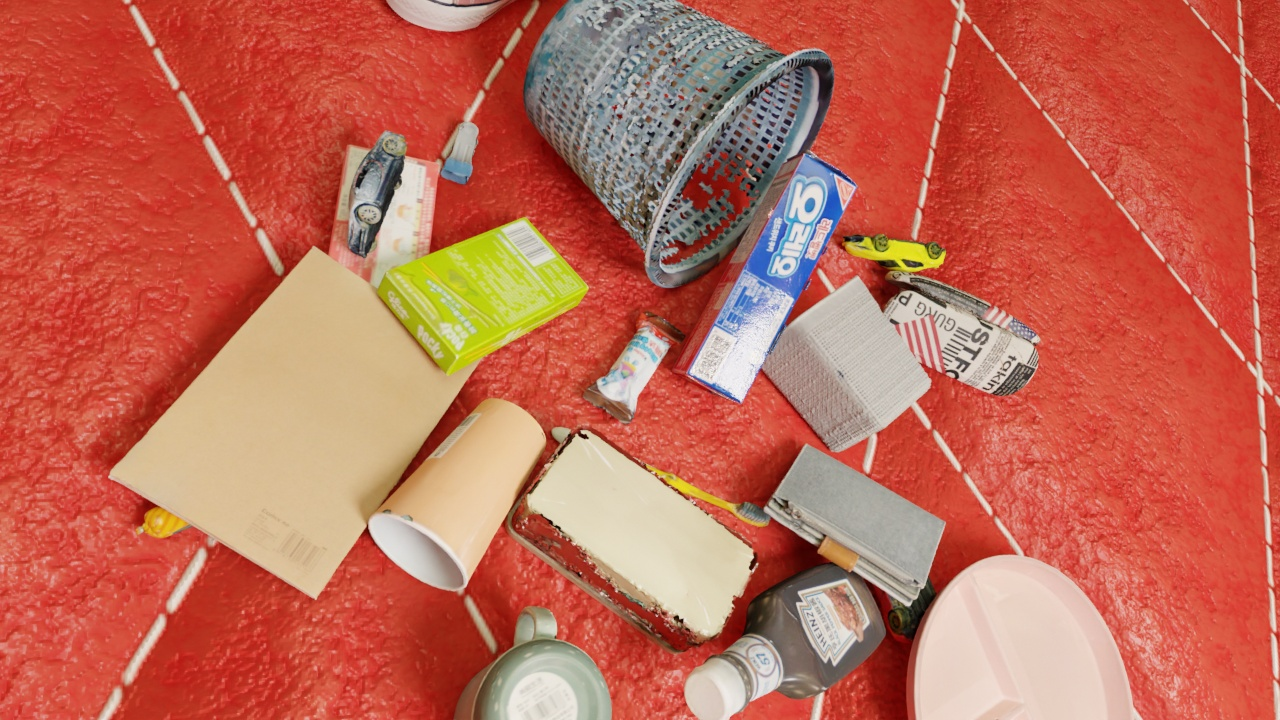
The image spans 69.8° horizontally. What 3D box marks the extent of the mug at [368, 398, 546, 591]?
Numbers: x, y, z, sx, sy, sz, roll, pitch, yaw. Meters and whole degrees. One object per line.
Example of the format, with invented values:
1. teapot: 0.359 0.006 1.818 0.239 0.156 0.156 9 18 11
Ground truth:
1. mug: -0.122 0.088 0.642 0.078 0.078 0.122 35 53 -2

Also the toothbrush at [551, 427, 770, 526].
1. toothbrush: 0.018 0.091 0.724 0.191 0.018 0.016 24 57 -8

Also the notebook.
1. notebook: -0.225 0.035 0.633 0.149 0.012 0.210 34 59 -7

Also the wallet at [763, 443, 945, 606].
1. wallet: 0.168 0.129 0.727 0.130 0.037 0.106 31 34 13

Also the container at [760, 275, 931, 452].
1. container: 0.174 0.007 0.788 0.090 0.090 0.114 -33 83 -31

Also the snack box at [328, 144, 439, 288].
1. snack box: -0.205 -0.098 0.728 0.075 0.026 0.152 9 62 -18

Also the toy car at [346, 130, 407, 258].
1. toy car: -0.204 -0.127 0.697 0.031 0.049 0.105 16 60 -10

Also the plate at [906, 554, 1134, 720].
1. plate: 0.297 0.270 0.719 0.229 0.028 0.229 8 71 -24

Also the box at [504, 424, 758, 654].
1. box: -0.005 0.129 0.661 0.168 0.079 0.091 36 57 0

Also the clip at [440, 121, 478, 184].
1. clip: -0.155 -0.180 0.795 0.025 0.036 0.057 15 65 -12

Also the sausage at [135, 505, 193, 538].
1. sausage: -0.253 0.082 0.622 0.164 0.022 0.021 -21 74 -28

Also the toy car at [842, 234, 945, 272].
1. toy car: 0.246 -0.105 0.897 0.105 0.048 0.032 7 95 -19

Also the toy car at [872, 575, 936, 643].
1. toy car: 0.209 0.176 0.749 0.049 0.031 0.106 -6 63 -25

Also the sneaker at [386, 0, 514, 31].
1. sneaker: -0.130 -0.385 0.864 0.240 0.088 0.118 -29 78 -31

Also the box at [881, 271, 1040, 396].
1. box: 0.304 -0.033 0.886 0.162 0.076 0.086 23 29 -6

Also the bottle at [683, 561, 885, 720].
1. bottle: 0.103 0.201 0.649 0.194 0.044 0.080 -10 70 -48

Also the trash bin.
1. trash bin: 0.017 -0.208 0.777 0.195 0.227 0.225 41 57 17

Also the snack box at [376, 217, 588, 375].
1. snack box: -0.118 -0.055 0.716 0.086 0.026 0.156 48 42 7

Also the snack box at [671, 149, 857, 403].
1. snack box: 0.102 -0.068 0.757 0.057 0.058 0.207 28 88 -10

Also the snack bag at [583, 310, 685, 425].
1. snack bag: -0.004 0.004 0.755 0.045 0.026 0.105 37 60 -5

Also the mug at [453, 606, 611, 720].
1. mug: -0.068 0.210 0.580 0.082 0.107 0.111 10 61 -16
